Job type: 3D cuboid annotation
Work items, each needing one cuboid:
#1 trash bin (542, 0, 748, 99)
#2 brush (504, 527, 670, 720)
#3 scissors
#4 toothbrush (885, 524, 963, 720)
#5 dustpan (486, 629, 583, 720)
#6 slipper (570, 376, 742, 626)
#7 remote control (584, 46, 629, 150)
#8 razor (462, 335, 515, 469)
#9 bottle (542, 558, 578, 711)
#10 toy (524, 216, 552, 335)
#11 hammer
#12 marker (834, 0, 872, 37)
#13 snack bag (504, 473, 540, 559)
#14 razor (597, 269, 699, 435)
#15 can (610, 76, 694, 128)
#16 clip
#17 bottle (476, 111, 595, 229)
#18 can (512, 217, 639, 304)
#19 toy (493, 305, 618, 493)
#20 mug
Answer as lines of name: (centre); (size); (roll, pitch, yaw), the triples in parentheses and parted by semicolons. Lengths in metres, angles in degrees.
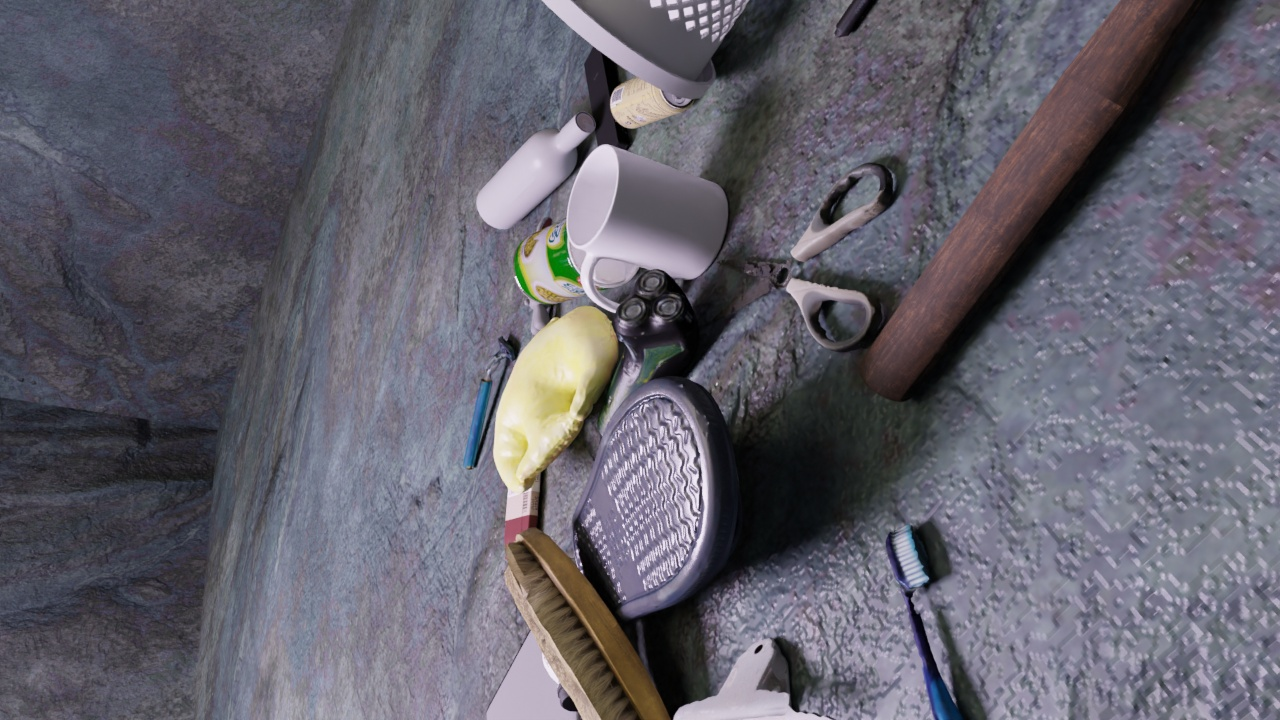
trash bin: (0.034, -0.320, 0.614); (0.200, 0.195, 0.195); (-45, 41, 29)
brush: (-0.036, 0.189, 0.597); (0.195, 0.043, 0.059); (51, 152, 30)
scissors: (0.097, -0.053, 0.550); (0.158, 0.012, 0.165); (-55, 36, 30)
toothbrush: (0.137, 0.159, 0.395); (0.017, 0.016, 0.188); (-36, 48, 36)
dustpan: (-0.064, 0.312, 0.671); (0.163, 0.033, 0.257); (-62, 23, 24)
slipper: (0.022, 0.098, 0.568); (0.269, 0.083, 0.110); (119, 136, -58)
remote control: (-0.032, -0.240, 0.848); (0.035, 0.013, 0.149); (-51, 38, 44)
razor: (-0.162, 0.046, 0.952); (0.042, 0.022, 0.144); (38, 112, 59)
bottle: (-0.051, 0.197, 0.662); (0.041, 0.041, 0.116); (-60, 24, 27)
toy: (-0.097, -0.079, 0.880); (0.049, 0.030, 0.111); (136, 134, -66)
hammer: (0.197, -0.079, 0.365); (0.301, 0.037, 0.217); (-61, 33, 28)
marker: (0.159, -0.252, 0.526); (0.152, 0.011, 0.011); (-55, 36, 33)
snack bag: (-0.105, 0.100, 0.838); (0.057, 0.013, 0.157); (-25, 58, 52)
razor: (-0.004, 0.004, 0.653); (0.054, 0.067, 0.152); (61, 139, 35)
can: (0.010, -0.213, 0.740); (0.080, 0.038, 0.038); (6, 83, 60)
clip: (0.063, 0.187, 0.502); (0.102, 0.051, 0.058); (-33, 80, 50)
bottle: (-0.101, -0.190, 0.908); (0.196, 0.052, 0.052); (-26, 57, 54)
can: (-0.055, -0.087, 0.772); (0.121, 0.067, 0.067); (-8, 72, 59)
toy: (-0.071, 0.024, 0.753); (0.171, 0.064, 0.154); (-53, 26, 30)
mug: (-0.001, -0.086, 0.654); (0.074, 0.090, 0.110); (31, 105, 60)
